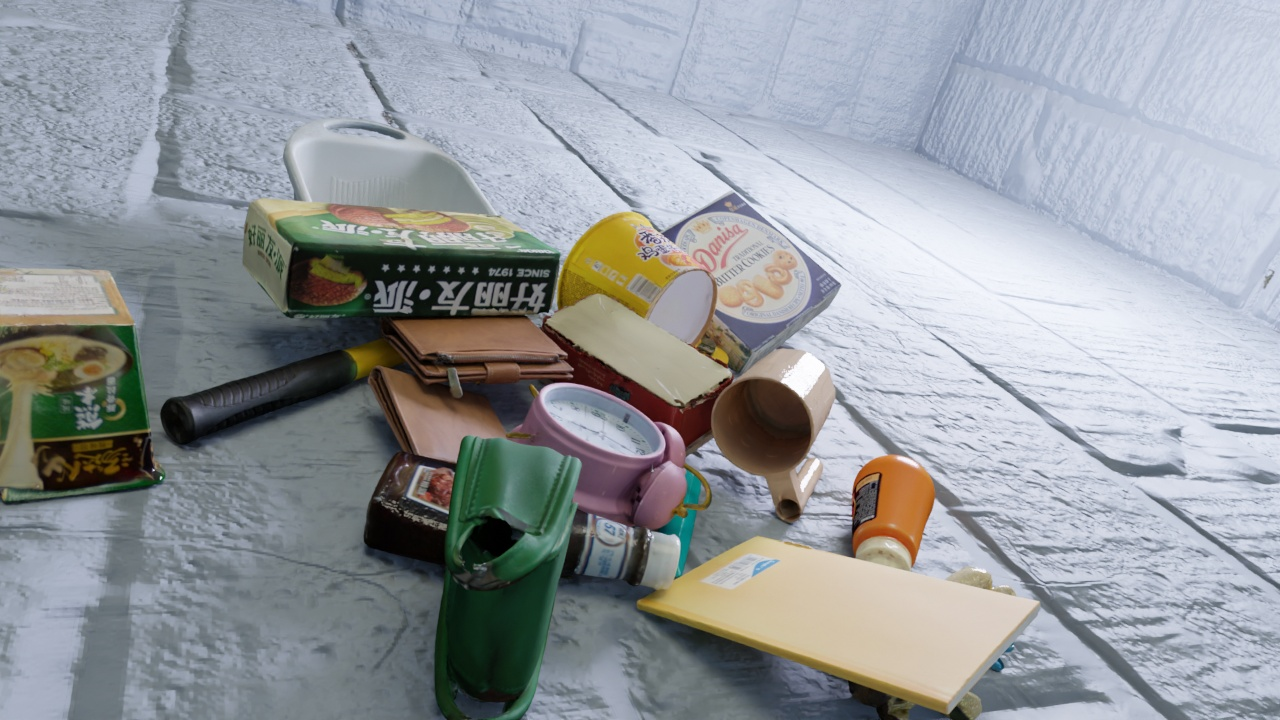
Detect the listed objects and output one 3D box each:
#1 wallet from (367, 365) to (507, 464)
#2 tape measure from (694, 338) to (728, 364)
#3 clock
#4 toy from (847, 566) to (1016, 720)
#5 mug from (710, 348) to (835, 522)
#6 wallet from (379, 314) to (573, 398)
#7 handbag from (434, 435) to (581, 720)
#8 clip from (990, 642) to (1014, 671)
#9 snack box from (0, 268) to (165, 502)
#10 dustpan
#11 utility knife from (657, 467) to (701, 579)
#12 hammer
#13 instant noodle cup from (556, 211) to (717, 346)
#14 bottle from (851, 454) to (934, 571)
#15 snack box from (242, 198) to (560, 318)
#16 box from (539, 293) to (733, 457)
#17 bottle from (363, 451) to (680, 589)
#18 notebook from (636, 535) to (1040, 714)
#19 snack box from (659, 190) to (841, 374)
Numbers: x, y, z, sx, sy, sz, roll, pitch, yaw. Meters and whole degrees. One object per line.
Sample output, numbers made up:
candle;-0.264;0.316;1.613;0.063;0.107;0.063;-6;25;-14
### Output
wallet;-0.142;0.049;0.684;0.101;0.020;0.115;20;20;-39
tape measure;0.064;-0.005;0.964;0.060;0.029;0.057;19;23;2
clock;-0.021;0.073;0.675;0.158;0.060;0.117;24;18;-6
toy;0.191;0.179;0.598;0.156;0.066;0.105;-15;56;-39
mug;0.122;0.058;0.772;0.084;0.124;0.103;-16;8;27
wallet;-0.130;-0.010;0.747;0.130;0.035;0.119;-1;28;-35
handbag;-0.075;0.112;0.480;0.068;0.131;0.120;12;27;-3
clip;0.232;0.197;0.645;0.057;0.047;0.014;18;25;14
snack box;-0.352;0.006;0.549;0.117;0.106;0.118;-3;32;-40
dustpan;-0.242;-0.161;0.930;0.222;0.143;0.258;-4;19;-40
utility knife;0.027;0.117;0.690;0.029;0.013;0.151;16;25;3
hammer;-0.235;0.005;0.727;0.129;0.033;0.299;25;24;20
instant noodle cup;0.003;-0.066;0.918;0.110;0.138;0.137;34;28;34
bottle;0.194;0.133;0.718;0.067;0.067;0.149;22;31;9
snack box;-0.197;-0.085;0.778;0.239;0.063;0.114;-2;26;-39
box;-0.005;0.005;0.807;0.168;0.081;0.091;32;42;29
bottle;-0.072;0.109;0.589;0.195;0.044;0.079;14;24;-4
notebook;0.121;0.154;0.575;0.207;0.010;0.145;6;13;40
snack box;0.108;-0.095;1.047;0.182;0.046;0.177;44;51;14
